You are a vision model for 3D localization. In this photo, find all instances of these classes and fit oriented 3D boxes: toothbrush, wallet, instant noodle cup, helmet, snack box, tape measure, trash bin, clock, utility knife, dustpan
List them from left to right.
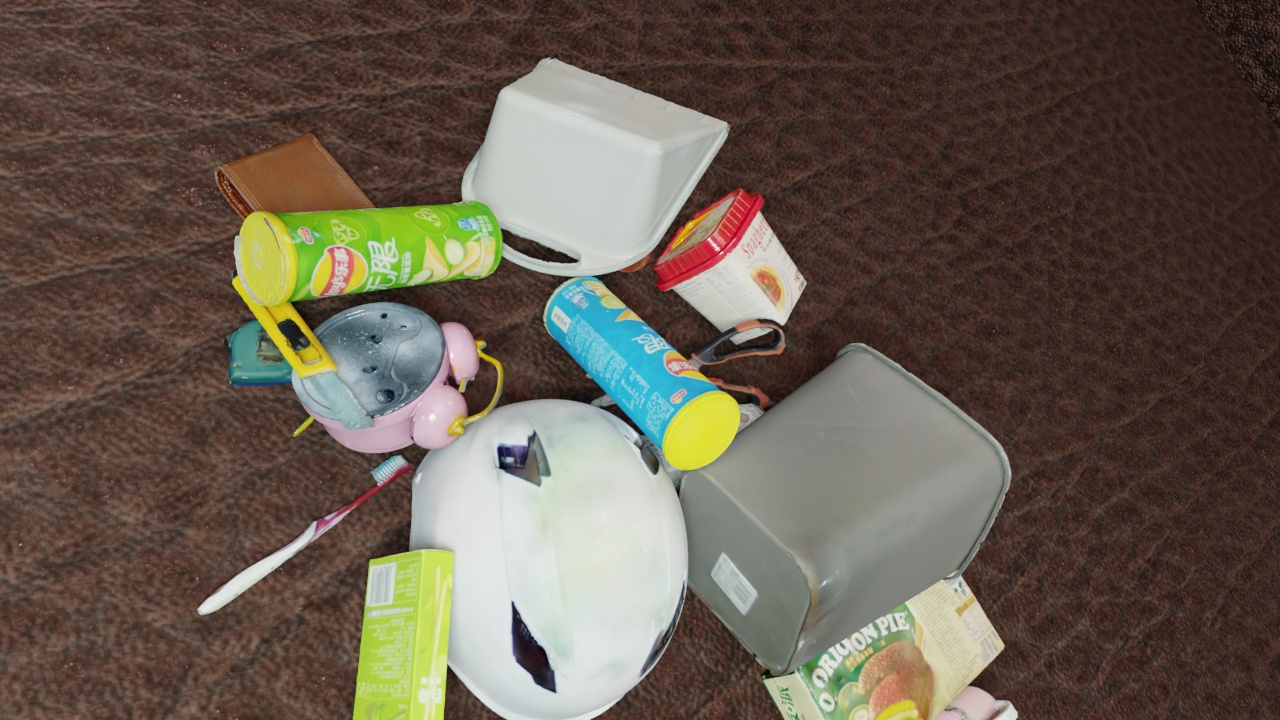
[{"bbox_3d":[-0.295,-0.006,0.722,0.058,0.025,0.054,-1,67,-32],"label":"tape measure"},{"bbox_3d":[-0.258,-0.016,0.696,0.033,0.015,0.218,-33,56,-22],"label":"utility knife"},{"bbox_3d":[-0.288,-0.133,0.791,0.124,0.032,0.101,50,49,1],"label":"wallet"},{"bbox_3d":[-0.247,0.126,0.688,0.017,0.016,0.187,46,51,8],"label":"toothbrush"},{"bbox_3d":[-0.166,0.213,0.634,0.026,0.086,0.156,16,64,-38],"label":"snack box"},{"bbox_3d":[-0.186,0.016,0.715,0.158,0.060,0.117,0,50,5],"label":"clock"},{"bbox_3d":[-0.053,0.143,0.711,0.228,0.146,0.258,0,66,-30],"label":"helmet"},{"bbox_3d":[-0.056,-0.191,0.923,0.223,0.143,0.257,22,26,7],"label":"dustpan"},{"bbox_3d":[0.097,-0.092,0.951,0.124,0.117,0.116,47,51,-17],"label":"instant noodle cup"},{"bbox_3d":[0.161,0.135,0.803,0.219,0.199,0.199,-27,51,-29],"label":"trash bin"},{"bbox_3d":[0.233,0.282,0.860,0.239,0.063,0.114,-24,79,-37],"label":"snack box"}]

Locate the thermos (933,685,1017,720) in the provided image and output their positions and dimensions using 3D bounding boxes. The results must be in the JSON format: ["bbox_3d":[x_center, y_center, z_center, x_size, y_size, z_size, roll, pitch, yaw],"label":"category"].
[{"bbox_3d":[0.262,0.364,0.820,0.198,0.087,0.067,-22,76,-35],"label":"thermos"}]

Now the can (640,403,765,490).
[{"bbox_3d":[0.055,0.083,0.860,0.146,0.058,0.058,-15,74,-34],"label":"can"}]

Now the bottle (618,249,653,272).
[{"bbox_3d":[0.010,-0.182,0.970,0.059,0.060,0.205,31,54,-13],"label":"bottle"}]

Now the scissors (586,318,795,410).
[{"bbox_3d":[0.055,0.020,0.894,0.197,0.015,0.213,-48,122,-2],"label":"scissors"}]

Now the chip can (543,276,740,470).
[{"bbox_3d":[-0.005,0.005,0.783,0.071,0.071,0.210,-7,34,-33],"label":"chip can"}]

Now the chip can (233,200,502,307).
[{"bbox_3d":[-0.213,-0.093,0.760,0.220,0.073,0.072,-15,74,-49],"label":"chip can"}]
